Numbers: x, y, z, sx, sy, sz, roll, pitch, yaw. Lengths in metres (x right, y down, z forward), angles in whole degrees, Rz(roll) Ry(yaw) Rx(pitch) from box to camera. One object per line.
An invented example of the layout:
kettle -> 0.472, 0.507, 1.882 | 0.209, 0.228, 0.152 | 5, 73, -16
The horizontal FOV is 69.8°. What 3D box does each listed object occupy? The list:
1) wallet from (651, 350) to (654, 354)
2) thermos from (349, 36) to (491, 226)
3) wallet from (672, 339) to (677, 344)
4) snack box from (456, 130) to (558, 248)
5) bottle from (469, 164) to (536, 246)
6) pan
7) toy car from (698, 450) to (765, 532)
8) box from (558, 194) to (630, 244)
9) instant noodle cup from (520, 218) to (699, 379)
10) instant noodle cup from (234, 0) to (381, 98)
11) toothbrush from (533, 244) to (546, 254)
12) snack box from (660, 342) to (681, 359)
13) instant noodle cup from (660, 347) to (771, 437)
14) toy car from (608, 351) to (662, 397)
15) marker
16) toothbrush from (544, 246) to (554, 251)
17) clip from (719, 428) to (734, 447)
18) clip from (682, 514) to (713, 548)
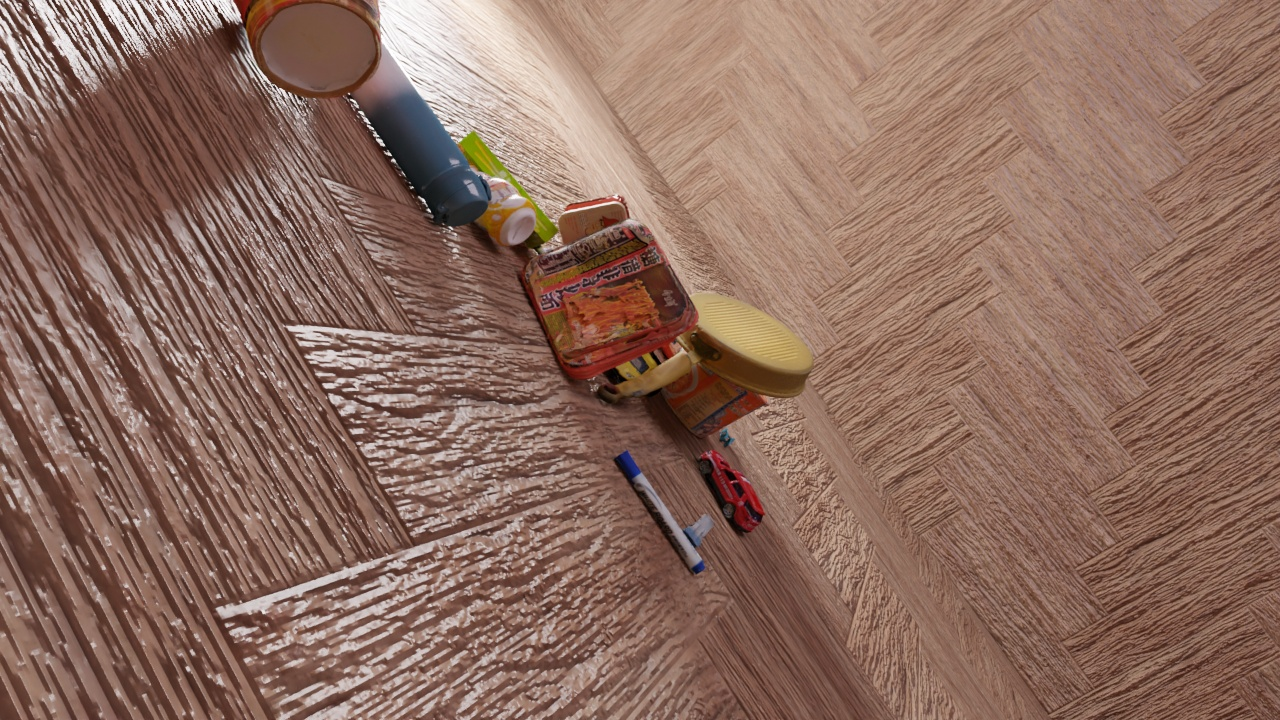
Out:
wallet -> -0.027, -0.074, 1.349 | 0.108, 0.031, 0.131 | 47, 13, -30
thermos -> -0.238, -0.239, 0.962 | 0.220, 0.070, 0.070 | 55, 13, 6
wallet -> 0.000, -0.084, 1.322 | 0.133, 0.040, 0.106 | 36, 20, -48
snack box -> -0.169, -0.208, 1.131 | 0.156, 0.026, 0.086 | 50, -14, -16
bottle -> -0.171, -0.181, 1.057 | 0.108, 0.063, 0.063 | 43, 9, 22
pan -> 0.080, -0.002, 1.160 | 0.198, 0.078, 0.356 | 40, 28, 29
toy car -> 0.120, 0.168, 1.206 | 0.120, 0.045, 0.053 | 58, 12, 28
box -> -0.041, -0.120, 1.162 | 0.078, 0.091, 0.168 | -84, 163, -68
instant noodle cup -> -0.034, -0.062, 1.057 | 0.079, 0.164, 0.188 | 75, -10, -55
instant noodle cup -> -0.296, -0.311, 0.826 | 0.138, 0.138, 0.108 | 33, 33, -56
toothbrush -> -0.128, -0.145, 1.204 | 0.186, 0.017, 0.012 | 52, 16, -6
snack box -> 0.077, -0.031, 1.470 | 0.080, 0.091, 0.082 | 61, 14, 3
instant noodle cup -> 0.100, 0.034, 1.328 | 0.151, 0.111, 0.151 | 49, 14, -17
toy car -> -0.007, 0.007, 1.185 | 0.071, 0.041, 0.155 | 57, 15, 15
marker -> 0.021, 0.157, 0.948 | 0.146, 0.017, 0.017 | 55, 13, 7
toothbrush -> -0.079, -0.142, 1.301 | 0.029, 0.021, 0.188 | 34, 15, 22
clip -> 0.136, 0.122, 1.442 | 0.041, 0.014, 0.056 | 53, 12, 2
clip -> 0.064, 0.188, 1.010 | 0.024, 0.028, 0.056 | 54, 23, 7
